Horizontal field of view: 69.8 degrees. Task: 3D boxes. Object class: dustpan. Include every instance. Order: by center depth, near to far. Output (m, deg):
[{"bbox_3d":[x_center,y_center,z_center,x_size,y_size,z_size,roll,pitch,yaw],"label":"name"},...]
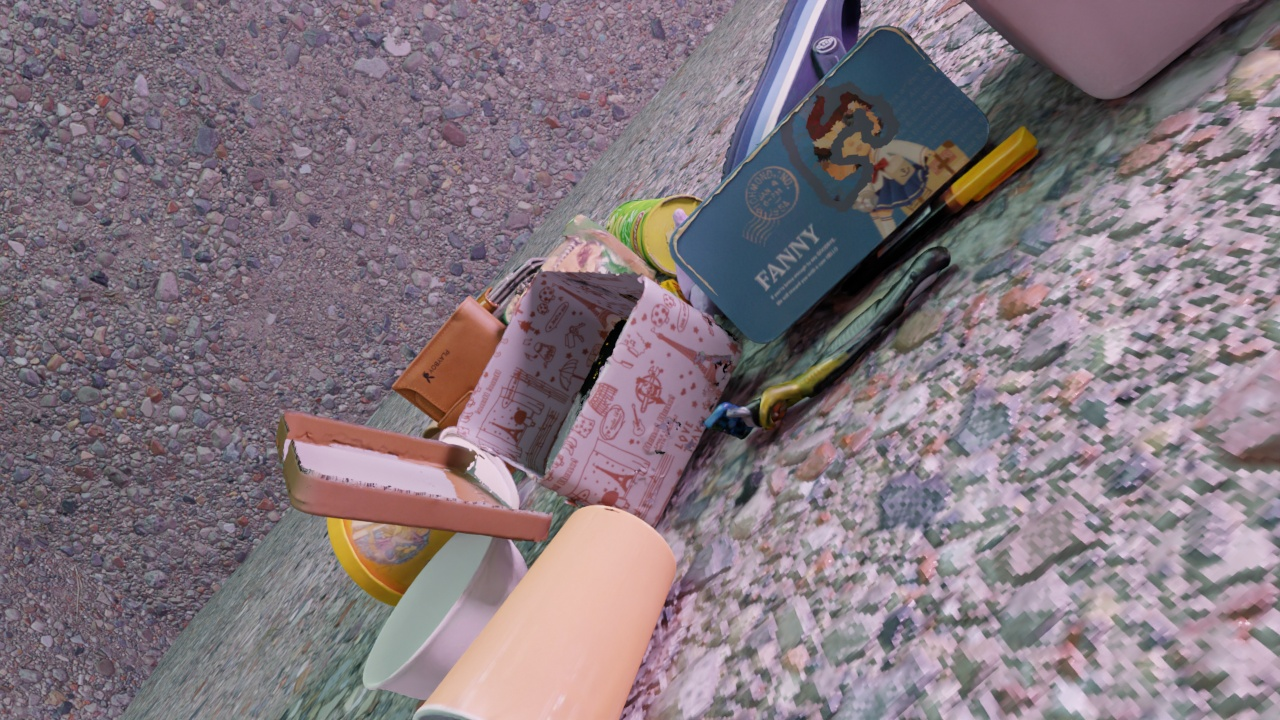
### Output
[{"bbox_3d":[0.225,-0.238,0.431,0.274,0.139,0.222,-44,14,22],"label":"dustpan"}]

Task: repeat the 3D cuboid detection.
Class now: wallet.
[{"bbox_3d":[-0.131,0.025,0.788,0.108,0.132,0.031,-46,10,13],"label":"wallet"},{"bbox_3d":[-0.138,-0.049,0.880,0.130,0.037,0.106,-44,-3,10],"label":"wallet"}]

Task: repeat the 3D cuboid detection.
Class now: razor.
[{"bbox_3d":[0.097,-0.004,0.453,0.143,0.022,0.042,-42,-28,16],"label":"razor"}]

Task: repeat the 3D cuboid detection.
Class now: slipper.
[{"bbox_3d":[0.123,-0.154,0.628,0.095,0.105,0.252,8,64,23],"label":"slipper"}]

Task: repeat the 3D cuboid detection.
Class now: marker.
[{"bbox_3d":[0.152,-0.073,0.478,0.124,0.015,0.018,-43,11,33],"label":"marker"}]

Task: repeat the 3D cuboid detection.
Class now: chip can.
[{"bbox_3d":[0.016,-0.123,0.892,0.072,0.072,0.221,-50,14,-1],"label":"chip can"}]

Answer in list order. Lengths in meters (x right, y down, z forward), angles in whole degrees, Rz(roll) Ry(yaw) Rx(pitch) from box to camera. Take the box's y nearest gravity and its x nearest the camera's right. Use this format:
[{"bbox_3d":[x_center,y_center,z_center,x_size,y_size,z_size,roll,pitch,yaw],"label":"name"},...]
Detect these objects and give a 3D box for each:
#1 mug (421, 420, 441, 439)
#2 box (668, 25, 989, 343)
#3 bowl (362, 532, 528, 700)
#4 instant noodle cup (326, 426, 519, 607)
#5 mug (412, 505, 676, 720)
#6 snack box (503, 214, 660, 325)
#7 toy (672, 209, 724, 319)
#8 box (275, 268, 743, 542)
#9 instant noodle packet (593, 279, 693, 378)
[{"bbox_3d":[-0.140,0.054,0.895,0.125,0.084,0.103,-24,27,44],"label":"mug"},{"bbox_3d":[0.098,-0.090,0.511,0.184,0.090,0.059,-47,-5,16],"label":"box"},{"bbox_3d":[-0.099,0.155,0.536,0.118,0.064,0.118,-45,16,16],"label":"bowl"},{"bbox_3d":[-0.171,0.123,0.752,0.115,0.118,0.118,-37,17,16],"label":"instant noodle cup"},{"bbox_3d":[-0.034,0.128,0.406,0.078,0.078,0.122,-35,15,45],"label":"mug"},{"bbox_3d":[-0.055,-0.043,0.821,0.118,0.117,0.106,-54,11,-14],"label":"snack box"},{"bbox_3d":[0.046,-0.060,0.642,0.039,0.084,0.108,-13,0,10],"label":"toy"},{"bbox_3d":[-0.080,0.008,0.546,0.180,0.226,0.156,16,93,65],"label":"box"},{"bbox_3d":[-0.004,0.004,0.686,0.128,0.044,0.110,-49,16,10],"label":"instant noodle packet"}]
